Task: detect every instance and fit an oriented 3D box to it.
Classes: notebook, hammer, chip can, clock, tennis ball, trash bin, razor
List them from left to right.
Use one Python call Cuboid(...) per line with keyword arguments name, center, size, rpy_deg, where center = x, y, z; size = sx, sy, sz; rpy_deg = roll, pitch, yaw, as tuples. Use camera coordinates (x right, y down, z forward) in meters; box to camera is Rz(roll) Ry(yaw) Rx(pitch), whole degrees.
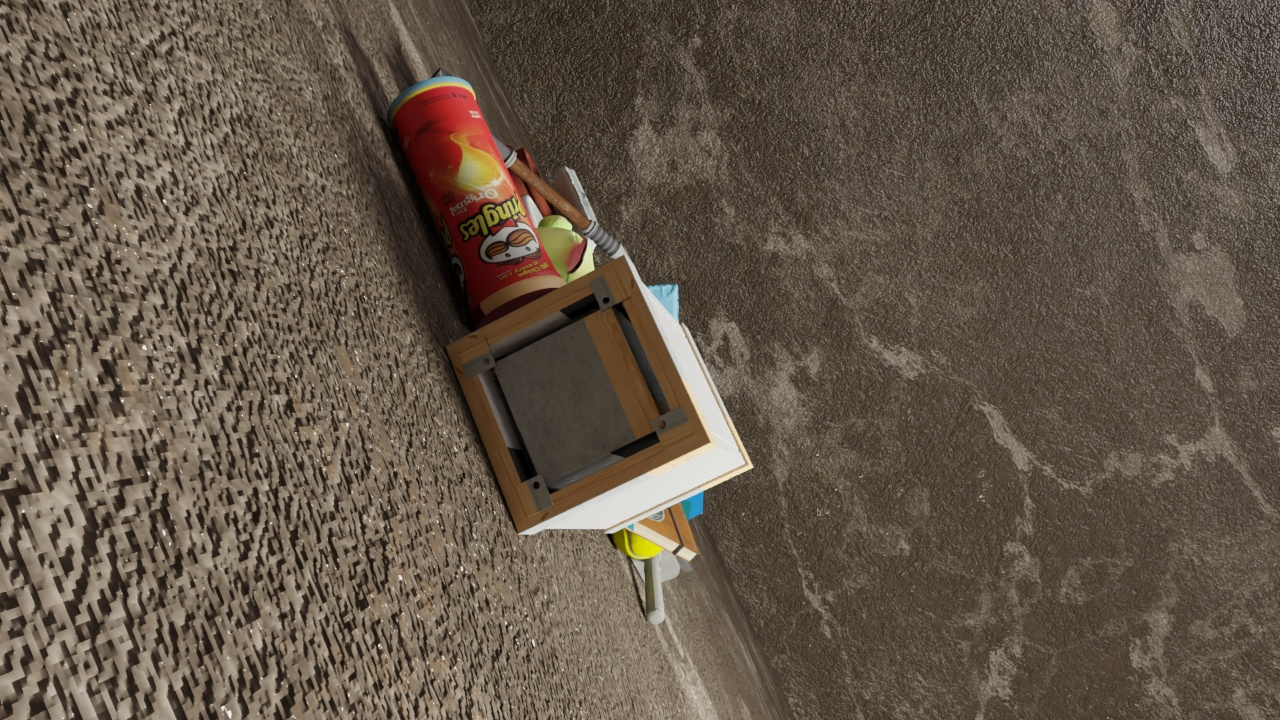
Cuboid(name="chip can", center=(-0.142, -0.133, 0.794), size=(0.213, 0.087, 0.087), rpy_deg=(65, 2, 13))
Cuboid(name="clock", center=(-0.185, -0.259, 1.375), size=(0.120, 0.072, 0.157), rpy_deg=(62, 5, -57))
Cuboid(name="hammer", center=(-0.125, -0.211, 1.077), size=(0.322, 0.043, 0.156), rpy_deg=(38, 14, -24))
Cuboid(name="trash bin", center=(-0.018, 0.043, 0.733), size=(0.142, 0.142, 0.247), rpy_deg=(66, 8, 15))
Cuboid(name="notebook", center=(-0.020, 0.109, 0.973), size=(0.178, 0.014, 0.249), rpy_deg=(33, 19, -29))
Cuboid(name="tennis ball", center=(0.000, 0.180, 0.988), size=(0.065, 0.065, 0.065), rpy_deg=(-23, 88, -88))
Cuboid(name="razor", center=(0.013, 0.243, 1.014), size=(0.116, 0.047, 0.088), rpy_deg=(-95, 161, -61))

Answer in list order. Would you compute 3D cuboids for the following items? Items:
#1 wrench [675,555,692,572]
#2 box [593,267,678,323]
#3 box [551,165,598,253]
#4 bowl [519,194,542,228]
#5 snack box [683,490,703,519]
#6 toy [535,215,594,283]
Cuboid(name="wrench", center=(-0.004, 0.175, 1.240), size=(0.273, 0.018, 0.073), rpy_deg=(57, 4, -10))
Cuboid(name="box", center=(-0.005, 0.007, 1.125), size=(0.094, 0.111, 0.232), rpy_deg=(-86, 175, -69))
Cuboid(name="box", center=(-0.121, -0.177, 1.410), size=(0.209, 0.045, 0.192), rpy_deg=(-111, -145, -46))
Cuboid(name="bowl", center=(-0.128, -0.108, 1.109), size=(0.176, 0.066, 0.176), rpy_deg=(-23, 88, -88))
Cuboid(name="snack box", center=(0.028, 0.107, 1.399), size=(0.195, 0.056, 0.239), rpy_deg=(54, -23, 39))
Cuboid(name="toy", center=(-0.100, -0.071, 0.900), size=(0.197, 0.107, 0.150), rpy_deg=(-117, -134, -84))
